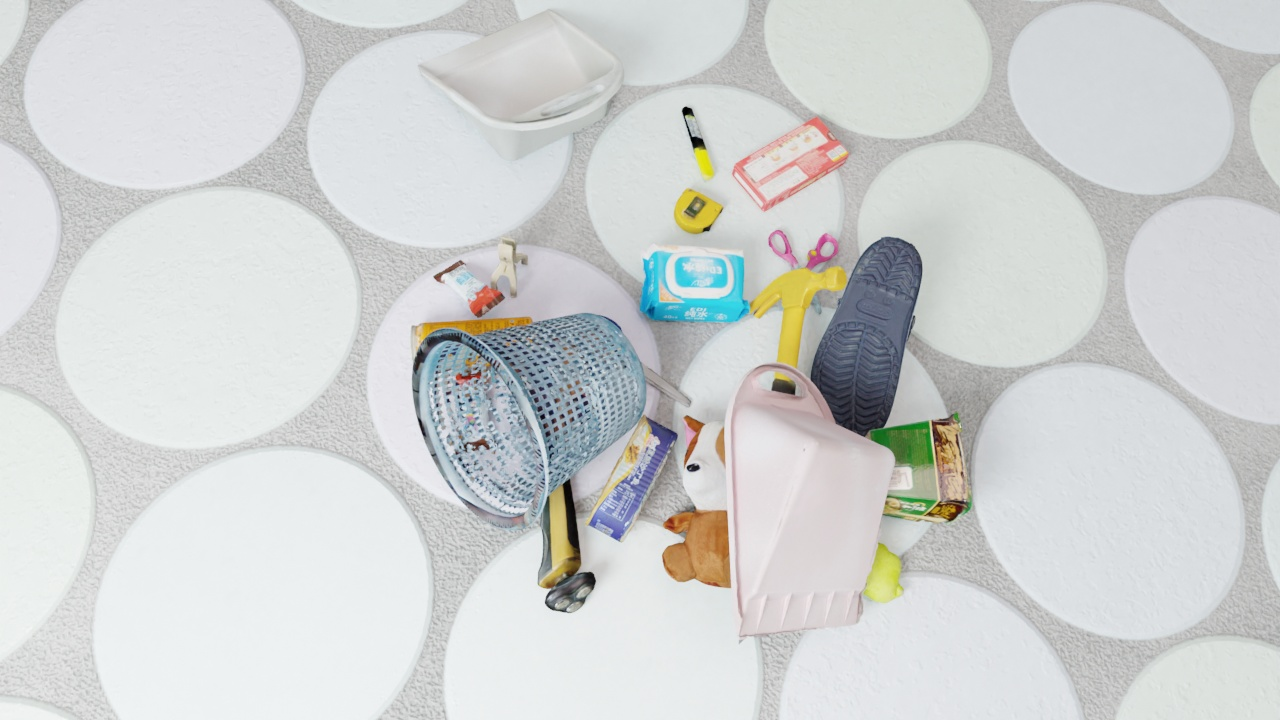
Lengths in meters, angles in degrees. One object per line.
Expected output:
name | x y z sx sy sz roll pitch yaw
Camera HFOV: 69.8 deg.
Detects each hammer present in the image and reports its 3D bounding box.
hammer | 0.174 0.028 1.113 0.032 0.129 0.300 26 67 -42

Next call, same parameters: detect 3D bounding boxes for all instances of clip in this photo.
clip | -0.166 -0.111 1.140 0.035 0.101 0.096 16 94 -1

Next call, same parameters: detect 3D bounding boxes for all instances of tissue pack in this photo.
tissue pack | 0.068 -0.098 1.169 0.140 0.063 0.089 2 69 -5

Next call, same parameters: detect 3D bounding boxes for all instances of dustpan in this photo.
dustpan | -0.145 -0.384 1.218 0.222 0.143 0.257 -30 76 -16
dustpan | 0.164 0.150 1.005 0.139 0.222 0.273 22 95 46

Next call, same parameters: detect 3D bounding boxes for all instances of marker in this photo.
marker | 0.079 -0.304 1.278 0.018 0.015 0.124 -11 67 -11

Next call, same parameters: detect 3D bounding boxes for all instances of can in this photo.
can | -0.201 -0.021 1.112 0.146 0.058 0.058 -4 69 -8
can | -0.009 0.136 1.064 0.049 0.075 0.147 28 66 1

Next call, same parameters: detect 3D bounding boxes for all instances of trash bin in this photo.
trash bin | -0.108 0.045 1.016 0.194 0.227 0.226 -25 72 -40

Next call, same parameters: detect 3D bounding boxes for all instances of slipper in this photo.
slipper | 0.282 -0.029 1.148 0.105 0.095 0.252 15 89 15

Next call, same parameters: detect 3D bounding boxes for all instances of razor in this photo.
razor | -0.087 0.200 1.043 0.068 0.062 0.167 -18 62 21

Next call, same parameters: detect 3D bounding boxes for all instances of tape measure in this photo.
tape measure | 0.074 -0.200 1.228 0.060 0.029 0.057 31 69 6

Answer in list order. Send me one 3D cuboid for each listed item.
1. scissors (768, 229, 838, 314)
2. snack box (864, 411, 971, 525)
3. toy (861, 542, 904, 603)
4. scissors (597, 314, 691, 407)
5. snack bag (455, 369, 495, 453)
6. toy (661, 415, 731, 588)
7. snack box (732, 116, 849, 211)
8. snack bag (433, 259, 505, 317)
scissors | 0.209 -0.124 1.222 0.125 0.017 0.133 31 72 4
snack box | 0.314 0.131 1.081 0.105 0.118 0.118 0 66 -2
toy | 0.257 0.244 1.074 0.100 0.031 0.096 -26 76 -11
scissors | -0.001 -0.002 1.153 0.175 0.012 0.105 14 68 -2
snack bag | -0.198 0.060 1.099 0.045 0.026 0.105 -3 71 -11
toy | 0.086 0.154 1.032 0.140 0.130 0.199 -1 72 34
snack box | 0.209 -0.273 1.273 0.152 0.025 0.075 -33 74 -17
snack bag | -0.215 -0.092 1.144 0.048 0.026 0.104 -37 49 -22
